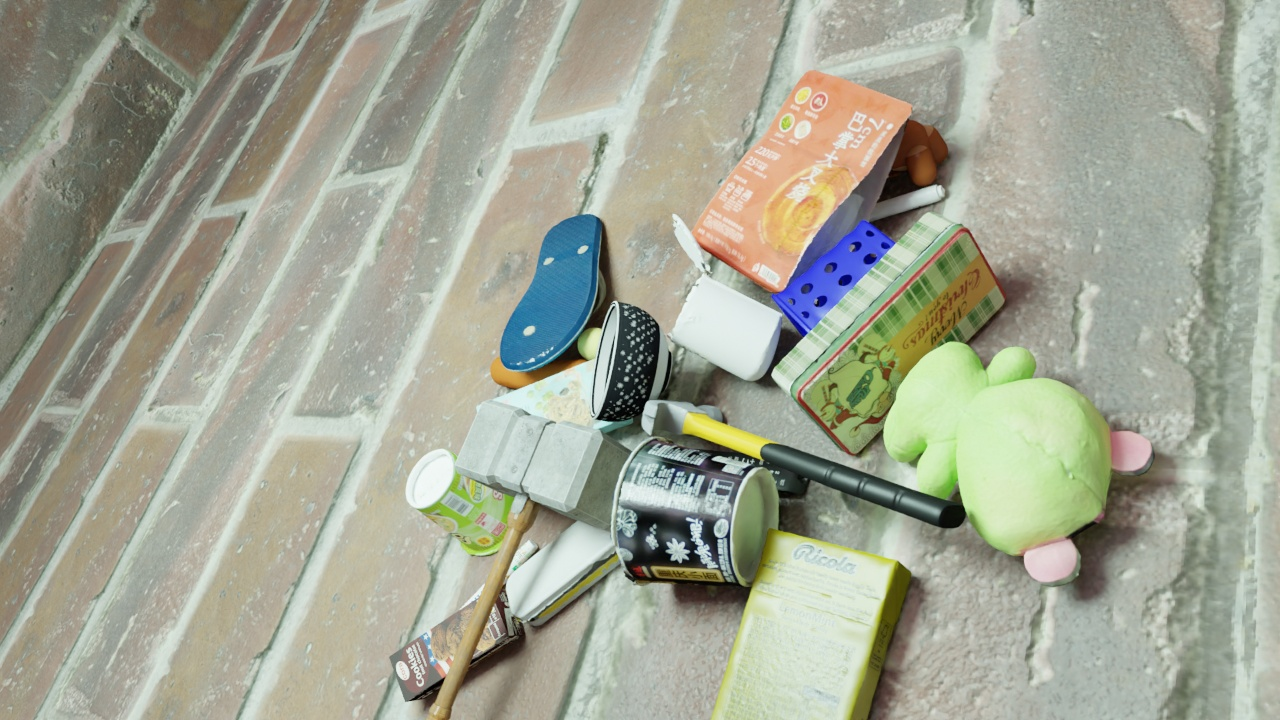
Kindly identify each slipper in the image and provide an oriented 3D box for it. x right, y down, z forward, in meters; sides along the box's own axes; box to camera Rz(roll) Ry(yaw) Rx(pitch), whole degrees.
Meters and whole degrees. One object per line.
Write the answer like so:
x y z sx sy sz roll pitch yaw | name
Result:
-0.093 -0.081 1.143 0.118 0.060 0.294 -17 38 23 | slipper

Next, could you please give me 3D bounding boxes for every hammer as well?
0.123 0.082 0.788 0.324 0.127 0.029 17 96 48 | hammer
-0.140 0.209 0.901 0.163 0.083 0.317 12 74 35 | hammer

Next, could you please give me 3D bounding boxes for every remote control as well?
0.094 0.107 0.886 0.147 0.015 0.033 1 62 39 | remote control

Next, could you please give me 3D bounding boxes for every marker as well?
-0.165 0.249 0.991 0.145 0.017 0.017 -46 43 3 | marker
0.247 -0.155 0.947 0.134 0.017 0.020 -14 15 31 | marker

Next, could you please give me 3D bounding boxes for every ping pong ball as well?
-0.054 -0.019 1.076 0.040 0.040 0.040 -21 49 26 | ping pong ball

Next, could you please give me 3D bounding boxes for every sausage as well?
-0.121 0.017 1.104 0.165 0.039 0.044 3 44 40 | sausage

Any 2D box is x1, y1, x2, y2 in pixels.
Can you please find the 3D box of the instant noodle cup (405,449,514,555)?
-0.197 0.152 1.020 0.099 0.108 0.098 -21 49 25 | instant noodle cup

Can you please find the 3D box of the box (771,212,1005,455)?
0.219 -0.021 0.805 0.205 0.117 0.051 -45 41 1 | box

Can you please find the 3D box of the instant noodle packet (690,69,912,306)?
0.163 -0.184 0.943 0.164 0.084 0.221 42 109 48 | instant noodle packet

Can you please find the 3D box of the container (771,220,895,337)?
0.202 -0.059 0.868 0.114 0.084 0.085 -41 42 6 | container

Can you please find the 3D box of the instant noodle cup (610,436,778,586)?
0.054 0.140 0.815 0.112 0.137 0.137 3 63 31 | instant noodle cup

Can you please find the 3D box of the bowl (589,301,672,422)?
-0.005 0.005 0.920 0.120 0.066 0.120 -170 91 -80 | bowl

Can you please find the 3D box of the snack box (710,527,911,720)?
0.135 0.236 0.741 0.121 0.045 0.180 7 68 39 | snack box

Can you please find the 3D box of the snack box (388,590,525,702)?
-0.192 0.297 0.956 0.141 0.031 0.051 -35 65 14 | snack box

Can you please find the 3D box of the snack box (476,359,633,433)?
-0.098 0.060 1.028 0.175 0.053 0.075 -21 77 25 | snack box

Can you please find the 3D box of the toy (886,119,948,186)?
0.249 -0.206 0.959 0.128 0.065 0.094 -12 25 46 | toy

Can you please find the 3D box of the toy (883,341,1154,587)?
0.278 0.060 0.715 0.150 0.107 0.197 -50 34 -4 | toy

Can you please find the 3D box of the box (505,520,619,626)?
-0.051 0.188 0.929 0.210 0.037 0.064 -40 42 10 | box

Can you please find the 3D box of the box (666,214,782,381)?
0.075 -0.063 0.923 0.156 0.084 0.126 25 91 3 | box
